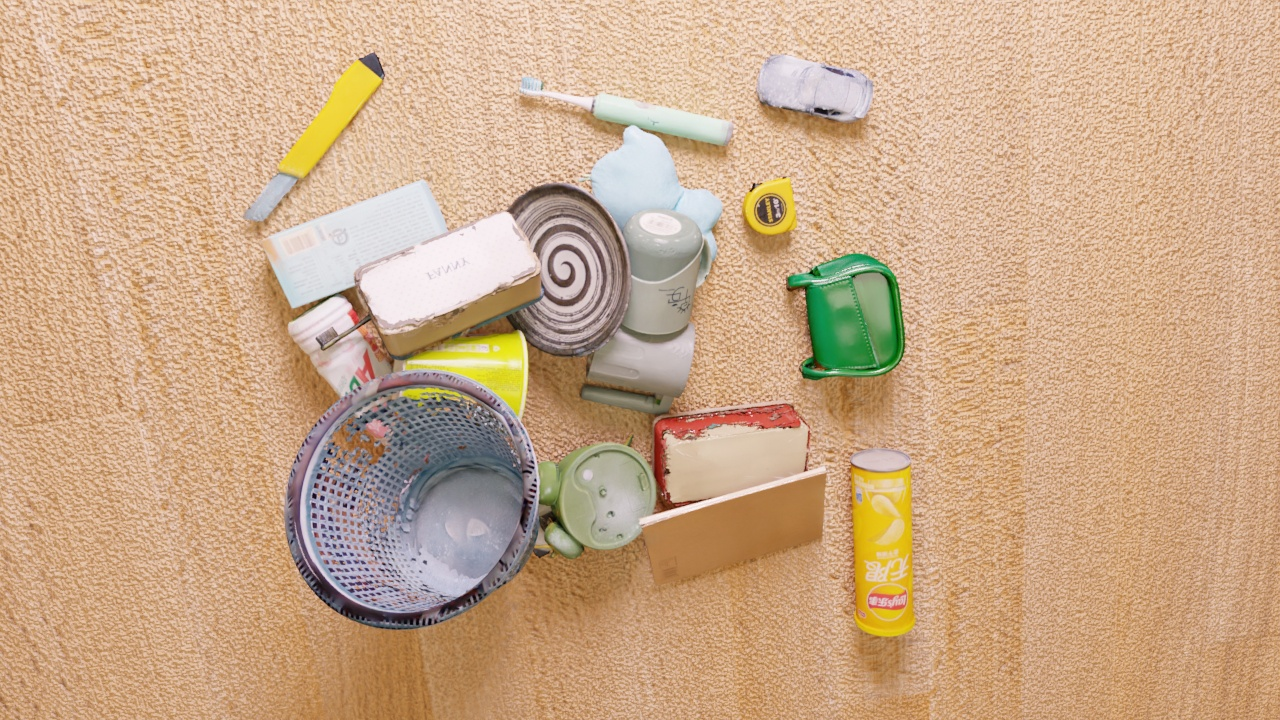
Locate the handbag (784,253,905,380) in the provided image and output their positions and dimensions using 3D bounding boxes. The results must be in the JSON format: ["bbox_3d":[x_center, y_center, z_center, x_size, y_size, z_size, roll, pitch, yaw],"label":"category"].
[{"bbox_3d":[0.226,-0.048,1.011,0.120,0.068,0.131,-10,107,4],"label":"handbag"}]

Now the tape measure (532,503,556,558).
[{"bbox_3d":[-0.105,0.184,1.048,0.066,0.033,0.066,-29,106,0],"label":"tape measure"}]

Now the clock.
[{"bbox_3d":[-0.060,0.153,1.008,0.161,0.056,0.116,-20,100,-25],"label":"clock"}]

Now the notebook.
[{"bbox_3d":[0.109,0.194,1.044,0.211,0.012,0.150,-15,140,-4],"label":"notebook"}]

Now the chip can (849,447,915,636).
[{"bbox_3d":[0.286,0.214,1.080,0.072,0.072,0.213,-6,105,-5],"label":"chip can"}]

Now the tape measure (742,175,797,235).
[{"bbox_3d":[0.138,-0.164,0.985,0.057,0.029,0.060,-14,106,-4],"label":"tape measure"}]

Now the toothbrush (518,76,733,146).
[{"bbox_3d":[-0.014,-0.256,0.945,0.224,0.026,0.027,10,128,-9],"label":"toothbrush"}]

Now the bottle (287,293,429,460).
[{"bbox_3d":[-0.288,0.027,0.969,0.068,0.068,0.197,-30,108,2],"label":"bottle"}]

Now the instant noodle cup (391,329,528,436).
[{"bbox_3d":[-0.189,0.019,0.941,0.123,0.112,0.112,5,104,-21],"label":"instant noodle cup"}]

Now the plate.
[{"bbox_3d":[-0.079,-0.091,0.941,0.180,0.024,0.179,7,104,33],"label":"plate"}]

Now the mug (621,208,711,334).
[{"bbox_3d":[0.029,-0.096,0.939,0.111,0.082,0.106,-19,134,-32],"label":"mug"}]

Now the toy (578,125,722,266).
[{"bbox_3d":[0.012,-0.162,0.961,0.156,0.049,0.162,1,114,-13],"label":"toy"}]

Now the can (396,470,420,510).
[{"bbox_3d":[-0.199,0.148,1.017,0.134,0.053,0.053,0,105,-7],"label":"can"}]

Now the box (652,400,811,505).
[{"bbox_3d":[0.102,0.103,1.012,0.168,0.077,0.091,-6,114,-13],"label":"box"}]

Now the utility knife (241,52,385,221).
[{"bbox_3d":[-0.329,-0.222,0.922,0.033,0.015,0.215,40,95,-15],"label":"utility knife"}]

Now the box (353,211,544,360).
[{"bbox_3d":[-0.178,-0.077,0.895,0.184,0.061,0.089,-23,67,-18],"label":"box"}]

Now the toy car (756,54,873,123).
[{"bbox_3d":[0.182,-0.283,0.956,0.120,0.036,0.054,11,104,-6],"label":"toy car"}]

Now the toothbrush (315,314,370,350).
[{"bbox_3d":[-0.250,-0.069,0.937,0.185,0.012,0.017,-39,98,-21],"label":"toothbrush"}]

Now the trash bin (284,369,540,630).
[{"bbox_3d":[-0.189,0.143,0.877,0.227,0.195,0.226,-2,72,6],"label":"trash bin"}]

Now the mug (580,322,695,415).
[{"bbox_3d":[-0.006,0.006,0.995,0.103,0.083,0.124,11,128,-8],"label":"mug"}]

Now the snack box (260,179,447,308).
[{"bbox_3d":[-0.287,-0.120,0.936,0.175,0.051,0.074,-20,108,-1],"label":"snack box"}]
